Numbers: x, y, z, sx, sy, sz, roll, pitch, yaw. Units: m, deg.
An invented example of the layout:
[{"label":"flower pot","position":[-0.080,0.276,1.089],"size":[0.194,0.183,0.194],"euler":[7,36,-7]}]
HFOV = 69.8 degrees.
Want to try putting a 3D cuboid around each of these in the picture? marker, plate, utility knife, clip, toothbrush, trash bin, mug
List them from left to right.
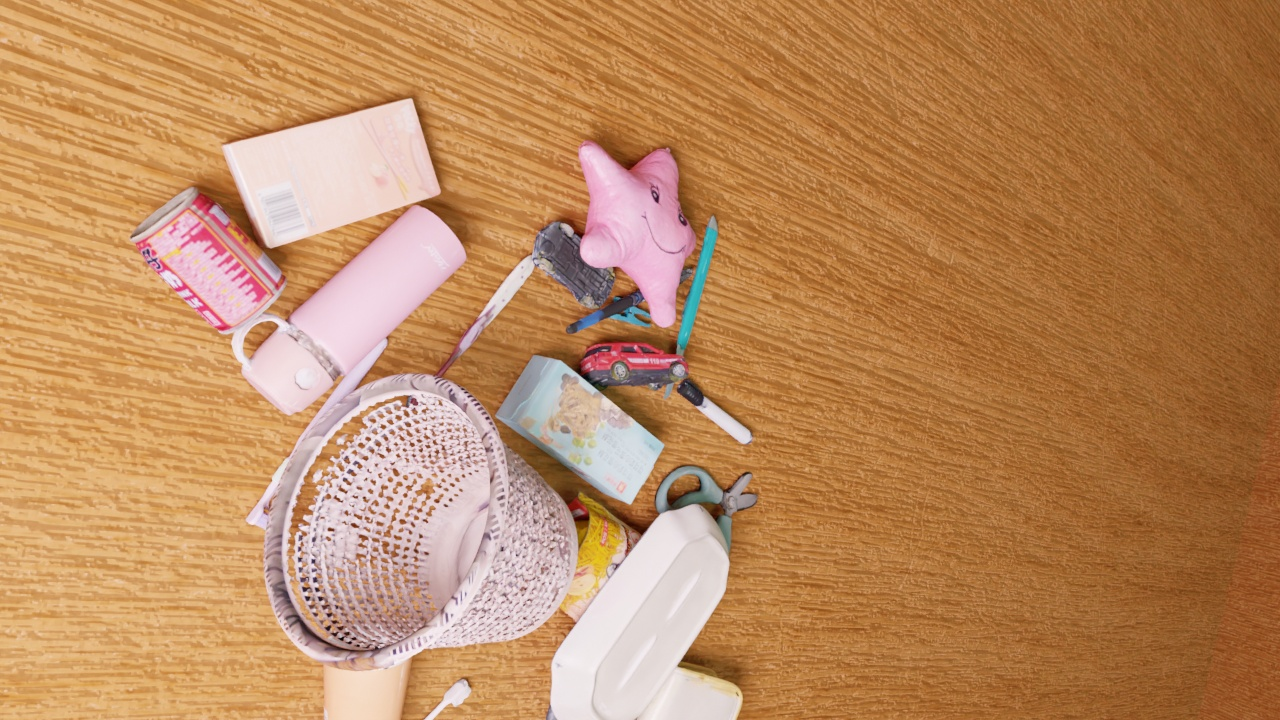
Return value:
[{"label":"toothbrush","position":[-0.271,0.057,0.779],"size":[0.021,0.029,0.189],"euler":[30,75,1]},{"label":"mug","position":[-0.245,0.308,0.812],"size":[0.078,0.078,0.123],"euler":[0,103,-38]},{"label":"toothbrush","position":[-0.231,0.374,0.871],"size":[0.179,0.016,0.016],"euler":[-42,126,-25]},{"label":"trash bin","position":[-0.159,0.147,0.765],"size":[0.192,0.228,0.227],"euler":[40,73,-56]},{"label":"toothbrush","position":[-0.156,-0.028,0.856],"size":[0.016,0.017,0.187],"euler":[47,67,-30]},{"label":"clip","position":[-0.010,-0.048,0.964],"size":[0.057,0.015,0.048],"euler":[17,86,-37]},{"label":"toothbrush","position":[-0.007,-0.063,0.946],"size":[0.189,0.016,0.014],"euler":[-28,100,-41]},{"label":"plate","position":[0.013,0.275,0.957],"size":[0.265,0.034,0.162],"euler":[-50,132,-21]},{"label":"utility knife","position":[0.055,-0.057,1.010],"size":[0.029,0.013,0.209],"euler":[22,82,-64]},{"label":"marker","position":[0.088,0.060,1.057],"size":[0.130,0.018,0.022],"euler":[37,66,-36]}]

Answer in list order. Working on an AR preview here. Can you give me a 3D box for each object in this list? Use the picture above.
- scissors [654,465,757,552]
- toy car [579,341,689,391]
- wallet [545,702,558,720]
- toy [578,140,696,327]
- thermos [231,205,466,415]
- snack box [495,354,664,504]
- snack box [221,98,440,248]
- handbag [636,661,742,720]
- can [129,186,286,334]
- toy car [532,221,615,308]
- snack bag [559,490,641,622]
[{"label":"scissors","position":[0.085,0.193,1.064],"size":[0.177,0.019,0.169],"euler":[3,81,-43]},{"label":"toy car","position":[-0.006,0.006,0.952],"size":[0.120,0.053,0.045],"euler":[4,73,-34]},{"label":"wallet","position":[-0.044,0.348,1.009],"size":[0.120,0.019,0.097],"euler":[14,91,-40]},{"label":"toy","position":[-0.001,-0.146,0.912],"size":[0.194,0.075,0.178],"euler":[40,56,-44]},{"label":"thermos","position":[-0.239,-0.048,0.753],"size":[0.198,0.067,0.087],"euler":[-46,128,-21]},{"label":"snack box","position":[-0.057,0.071,0.925],"size":[0.175,0.052,0.074],"euler":[41,72,-35]},{"label":"snack box","position":[-0.248,-0.155,0.752],"size":[0.157,0.026,0.084],"euler":[-26,112,-32]},{"label":"handbag","position":[0.015,0.418,1.040],"size":[0.178,0.063,0.163],"euler":[30,80,-34]},{"label":"can","position":[-0.322,-0.075,0.685],"size":[0.066,0.067,0.094],"euler":[-49,123,-21]},{"label":"toy car","position":[-0.067,-0.093,0.900],"size":[0.105,0.031,0.048],"euler":[42,69,-39]},{"label":"snack bag","position":[-0.028,0.233,0.971],"size":[0.208,0.073,0.128],"euler":[47,58,-37]}]
